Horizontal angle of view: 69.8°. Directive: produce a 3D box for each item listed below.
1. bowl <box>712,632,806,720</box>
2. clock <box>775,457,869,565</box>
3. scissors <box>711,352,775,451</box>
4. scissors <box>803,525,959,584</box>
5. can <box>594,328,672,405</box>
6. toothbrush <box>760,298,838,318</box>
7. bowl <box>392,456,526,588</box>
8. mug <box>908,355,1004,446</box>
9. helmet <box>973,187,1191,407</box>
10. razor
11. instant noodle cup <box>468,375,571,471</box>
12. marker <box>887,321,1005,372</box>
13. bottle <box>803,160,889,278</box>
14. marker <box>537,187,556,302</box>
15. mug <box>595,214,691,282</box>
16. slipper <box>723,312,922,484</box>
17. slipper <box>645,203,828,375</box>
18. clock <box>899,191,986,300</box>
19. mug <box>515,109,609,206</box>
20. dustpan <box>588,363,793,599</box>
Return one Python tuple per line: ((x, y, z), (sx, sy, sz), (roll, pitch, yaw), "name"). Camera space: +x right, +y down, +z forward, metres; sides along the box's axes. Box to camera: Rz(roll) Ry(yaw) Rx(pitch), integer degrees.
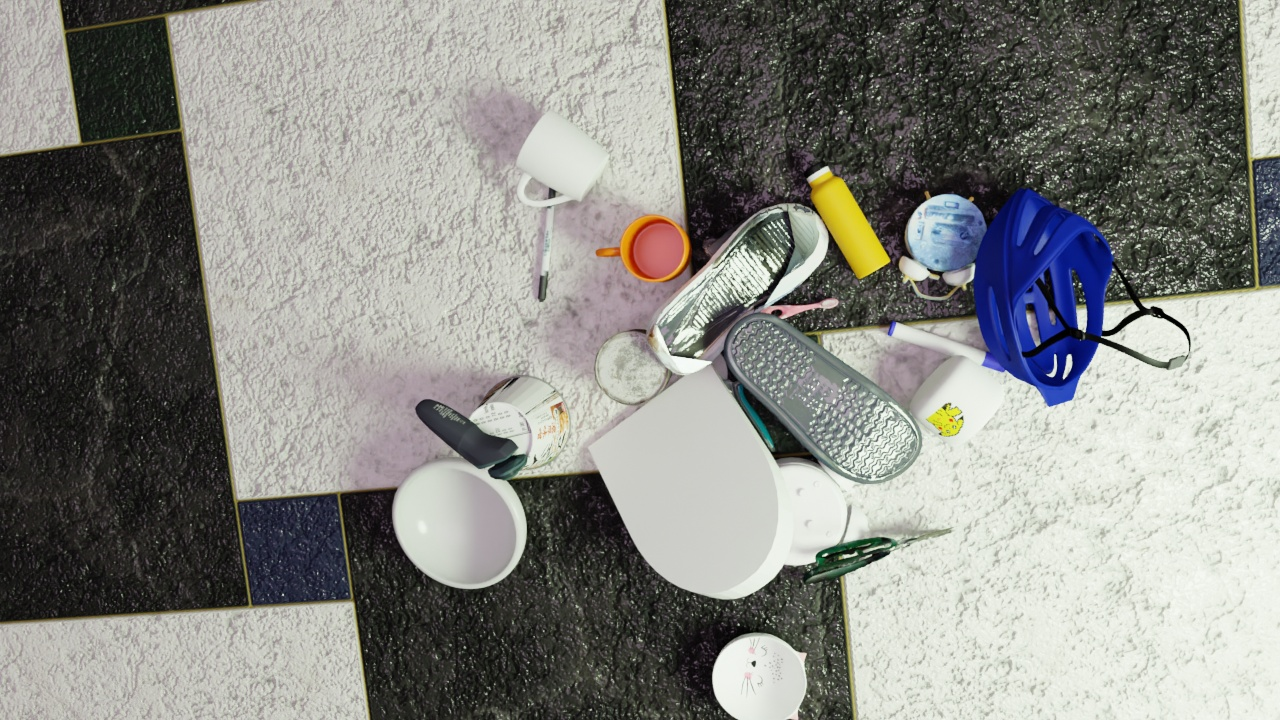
((0.149, 0.392, 1.152), (0.115, 0.050, 0.115), (1, 95, 7), "bowl")
((0.189, 0.184, 1.117), (0.161, 0.072, 0.125), (-15, 93, 8), "clock")
((0.117, 0.064, 1.143), (0.154, 0.019, 0.126), (26, 96, 6), "scissors")
((0.289, 0.238, 1.121), (0.209, 0.138, 0.015), (-7, 58, -18), "scissors")
((-0.007, 0.007, 1.126), (0.090, 0.074, 0.090), (0, 94, 6), "can")
((0.175, -0.060, 1.125), (0.135, 0.016, 0.021), (-11, 92, 8), "toothbrush")
((-0.222, 0.198, 1.167), (0.177, 0.066, 0.177), (4, 108, 13), "bowl")
((0.363, 0.052, 1.078), (0.068, 0.094, 0.116), (40, 136, 4), "mug")
((0.470, -0.066, 0.987), (0.147, 0.228, 0.241), (-12, 103, -25), "helmet")
((-0.196, 0.088, 1.051), (0.143, 0.047, 0.052), (35, 123, 6), "razor")
((-0.158, 0.086, 1.128), (0.124, 0.121, 0.123), (1, 95, 7), "instant noodle cup")
((0.369, -0.017, 1.102), (0.141, 0.020, 0.020), (19, 97, 6), "marker")
((0.242, -0.169, 1.093), (0.043, 0.043, 0.143), (-31, 91, 9), "bottle")
((-0.118, -0.149, 1.158), (0.011, 0.011, 0.152), (7, 95, 7), "marker")
((0.002, -0.131, 1.101), (0.113, 0.096, 0.077), (-4, 94, 8), "mug")
((0.207, 0.047, 1.091), (0.268, 0.083, 0.110), (39, 89, -3), "slipper")
((0.110, -0.093, 1.098), (0.263, 0.063, 0.111), (-45, 110, -10), "slipper")
((0.353, -0.133, 1.078), (0.089, 0.052, 0.125), (10, 96, 6), "clock")
((-0.101, -0.232, 1.116), (0.087, 0.080, 0.114), (33, 105, -3), "mug")
((0.073, 0.159, 1.105), (0.192, 0.053, 0.257), (-37, 57, 12), "dustpan")
